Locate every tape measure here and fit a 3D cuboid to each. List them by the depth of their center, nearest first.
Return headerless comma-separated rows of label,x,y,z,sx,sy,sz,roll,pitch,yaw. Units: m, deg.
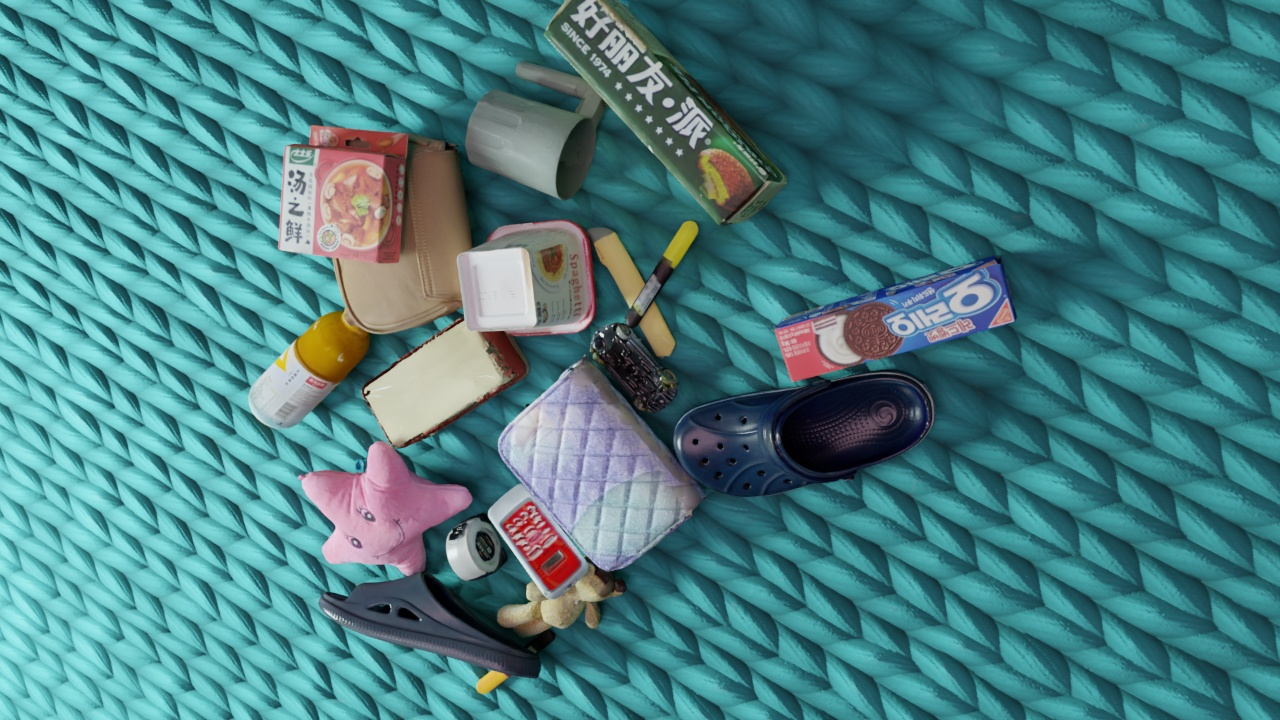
tape measure,-0.184,0.209,1.018,0.034,0.065,0.066,-25,92,22

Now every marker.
marker,0.020,-0.085,0.914,0.018,0.015,0.124,33,103,2
marker,-0.144,0.348,1.060,0.124,0.015,0.018,-41,88,18

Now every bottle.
bottle,-0.364,0.002,1.035,0.190,0.067,0.068,-40,87,20

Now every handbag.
handbag,-0.042,0.108,0.944,0.134,0.075,0.194,-40,91,16
handbag,-0.246,-0.134,0.958,0.148,0.099,0.204,-4,99,11

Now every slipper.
slipper,0.151,0.076,0.870,0.253,0.095,0.105,-14,94,16
slipper,-0.230,0.289,1.042,0.268,0.111,0.083,13,73,15

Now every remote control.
remote control,-0.111,0.190,0.976,0.056,0.020,0.136,-41,55,-5

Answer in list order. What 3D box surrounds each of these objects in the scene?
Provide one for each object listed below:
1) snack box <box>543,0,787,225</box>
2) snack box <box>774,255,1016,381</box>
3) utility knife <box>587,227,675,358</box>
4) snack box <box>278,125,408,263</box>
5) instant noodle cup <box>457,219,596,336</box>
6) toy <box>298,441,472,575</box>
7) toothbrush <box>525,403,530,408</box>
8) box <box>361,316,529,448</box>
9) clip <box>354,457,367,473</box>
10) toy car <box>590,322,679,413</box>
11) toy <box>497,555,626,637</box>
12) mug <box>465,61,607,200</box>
snack box,0.028,-0.230,0.837,0.063,0.114,0.240,-43,86,19
snack box,0.231,-0.038,0.839,0.208,0.057,0.058,-17,98,20
utility knife,-0.008,-0.071,0.933,0.031,0.018,0.151,-27,89,24
snack box,-0.289,-0.163,0.890,0.113,0.044,0.127,8,98,16
instant noodle cup,-0.116,-0.077,0.908,0.117,0.124,0.116,-3,99,19
toy,-0.302,0.172,1.029,0.178,0.074,0.195,30,119,-17
toothbrush,-0.069,0.125,0.993,0.017,0.014,0.189,-33,90,8
box,-0.213,0.024,0.984,0.169,0.079,0.091,-31,90,21
clip,-0.326,0.142,1.074,0.013,0.038,0.055,2,95,15
toy car,-0.006,0.006,0.937,0.105,0.031,0.049,47,114,7
toy,-0.090,0.261,1.006,0.158,0.066,0.105,-33,122,25
mug,-0.099,-0.231,0.905,0.103,0.084,0.123,21,80,14
